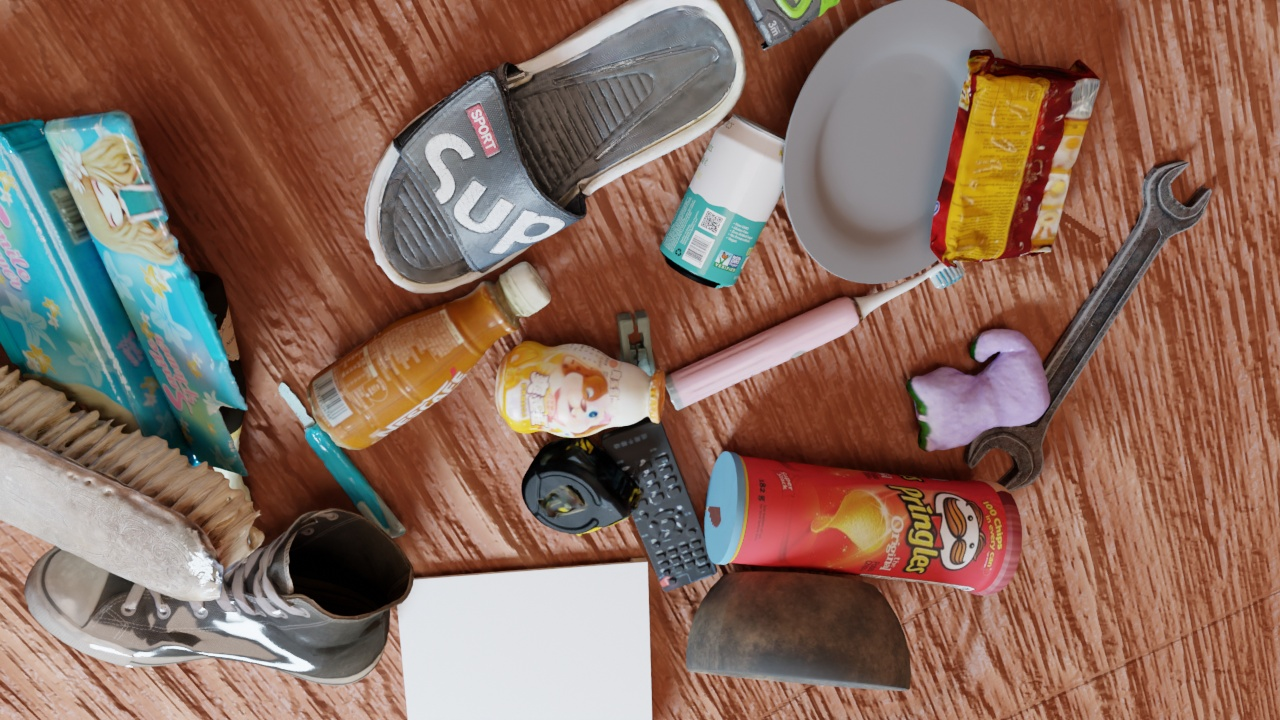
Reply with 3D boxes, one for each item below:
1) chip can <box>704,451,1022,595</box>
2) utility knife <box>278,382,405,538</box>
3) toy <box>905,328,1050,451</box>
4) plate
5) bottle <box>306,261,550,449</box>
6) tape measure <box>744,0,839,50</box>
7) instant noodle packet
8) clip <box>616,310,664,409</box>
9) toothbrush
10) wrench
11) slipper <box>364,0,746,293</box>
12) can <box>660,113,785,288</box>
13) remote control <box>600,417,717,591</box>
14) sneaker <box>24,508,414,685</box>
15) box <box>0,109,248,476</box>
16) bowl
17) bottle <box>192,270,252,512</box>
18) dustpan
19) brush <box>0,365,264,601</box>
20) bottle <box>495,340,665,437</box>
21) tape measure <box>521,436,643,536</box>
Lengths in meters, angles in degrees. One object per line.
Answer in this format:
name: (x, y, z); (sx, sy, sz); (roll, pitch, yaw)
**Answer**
chip can: (0.161, 0.120, 0.677); (0.213, 0.087, 0.087); (8, 112, -10)
utility knife: (-0.211, 0.073, 0.646); (0.022, 0.015, 0.141); (-17, 116, 23)
toy: (0.245, 0.021, 0.672); (0.100, 0.036, 0.080); (-16, 99, 5)
plate: (0.164, -0.136, 0.585); (0.178, 0.012, 0.179); (-11, 116, -22)
bottle: (-0.135, -0.007, 0.597); (0.167, 0.059, 0.059); (-33, 114, 6)
tape measure: (0.086, -0.229, 0.542); (0.059, 0.035, 0.065); (-24, 118, 13)
instant noodle packet: (0.239, -0.129, 0.594); (0.098, 0.039, 0.136); (-8, 117, -24)
clip: (-0.002, 0.003, 0.639); (0.037, 0.023, 0.075); (-8, 113, -3)
toothbrush: (0.121, -0.022, 0.641); (0.223, 0.027, 0.026); (-24, 86, 4)
wrench: (0.328, -0.017, 0.679); (0.070, 0.010, 0.274); (20, 109, -15)
slipper: (-0.056, -0.130, 0.553); (0.264, 0.063, 0.111); (-29, 114, 3)
can: (0.056, -0.100, 0.583); (0.055, 0.055, 0.102); (21, 109, -16)
remote control: (0.015, 0.108, 0.689); (0.047, 0.022, 0.150); (-19, 116, 1)
sneaker: (-0.274, 0.148, 0.611); (0.234, 0.095, 0.120); (20, 132, -16)
box: (-0.310, -0.027, 0.538); (0.182, 0.039, 0.227); (0, 117, 25)
bowl: (0.116, 0.201, 0.680); (0.162, 0.162, 0.070); (10, 70, -11)
bottle: (-0.282, 0.033, 0.605); (0.045, 0.045, 0.185); (-2, 121, -7)
dustpan: (-0.089, 0.281, 0.753); (0.191, 0.053, 0.258); (-3, 103, -6)
brush: (-0.353, 0.063, 0.547); (0.271, 0.056, 0.083); (22, 125, 9)
bottle: (-0.039, 0.020, 0.609); (0.109, 0.063, 0.063); (3, 114, 7)
tape measure: (-0.047, 0.090, 0.650); (0.073, 0.042, 0.071); (-33, 110, 35)
